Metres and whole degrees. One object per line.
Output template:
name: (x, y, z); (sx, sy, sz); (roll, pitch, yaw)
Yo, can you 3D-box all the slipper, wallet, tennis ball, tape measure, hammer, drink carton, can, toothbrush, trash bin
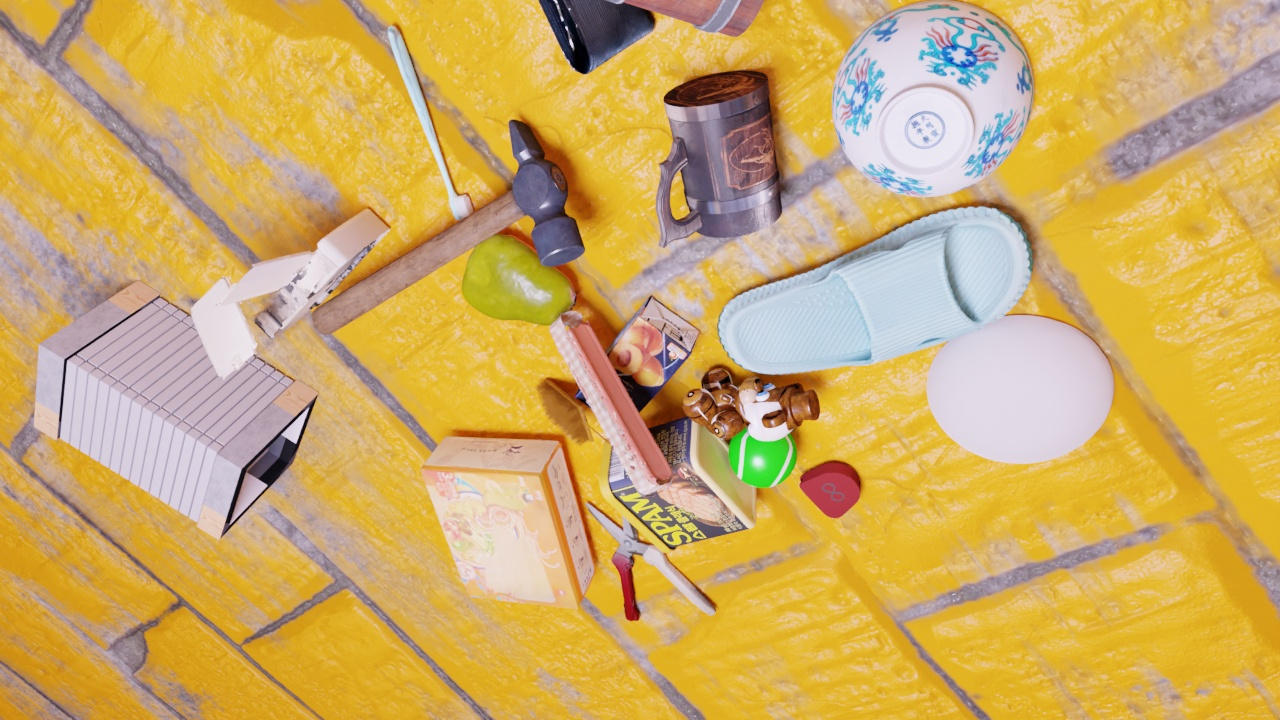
slipper: (0.185, -0.039, 0.766); (0.277, 0.069, 0.116); (-17, 118, 30)
wallet: (-0.038, -0.280, 0.673); (0.026, 0.089, 0.115); (-2, 125, 44)
tennis ball: (0.117, 0.089, 0.880); (0.065, 0.065, 0.065); (10, 126, 14)
tape measure: (0.193, 0.127, 0.906); (0.052, 0.019, 0.059); (-30, 115, 32)
hammer: (-0.197, -0.097, 0.851); (0.323, 0.040, 0.129); (-24, 79, 29)
drink carton: (-0.005, 0.005, 0.886); (0.064, 0.040, 0.130); (36, 128, -5)
can: (0.041, 0.122, 0.908); (0.105, 0.075, 0.135); (-19, 132, 26)
toothbrush: (-0.188, -0.210, 0.825); (0.017, 0.016, 0.181); (-2, 122, 26)
trash bin: (-0.535, 0.056, 1.061); (0.247, 0.142, 0.143); (33, 128, -2)

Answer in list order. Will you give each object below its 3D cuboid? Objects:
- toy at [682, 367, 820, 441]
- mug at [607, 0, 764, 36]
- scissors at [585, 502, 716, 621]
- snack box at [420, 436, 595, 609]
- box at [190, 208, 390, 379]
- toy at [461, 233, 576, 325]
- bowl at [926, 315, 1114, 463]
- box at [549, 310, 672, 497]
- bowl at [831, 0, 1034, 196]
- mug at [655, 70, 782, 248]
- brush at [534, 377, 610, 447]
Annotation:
toy: (0.104, 0.041, 0.838); (0.113, 0.087, 0.067); (-10, 109, 31)
mug: (0.034, -0.293, 0.632); (0.111, 0.081, 0.117); (14, 104, -21)
scissors: (0.008, 0.241, 1.059); (0.179, 0.015, 0.199); (21, 127, 8)
snack box: (-0.142, 0.177, 1.031); (0.145, 0.080, 0.195); (1, 123, 20)
box: (-0.336, -0.078, 0.867); (0.144, 0.179, 0.080); (-38, 103, 29)
toy: (-0.115, -0.069, 0.868); (0.110, 0.051, 0.090); (28, 121, 6)
bowl: (0.320, 0.036, 0.779); (0.150, 0.043, 0.150); (10, 126, 14)
box: (-0.031, 0.041, 0.838); (0.187, 0.056, 0.067); (60, 145, 14)
bowl: (0.206, -0.175, 0.659); (0.144, 0.074, 0.144); (10, 126, 14)
mug: (0.053, -0.153, 0.713); (0.080, 0.115, 0.107); (33, 145, 51)
brush: (-0.068, 0.059, 0.912); (0.126, 0.017, 0.048); (33, 145, 54)
